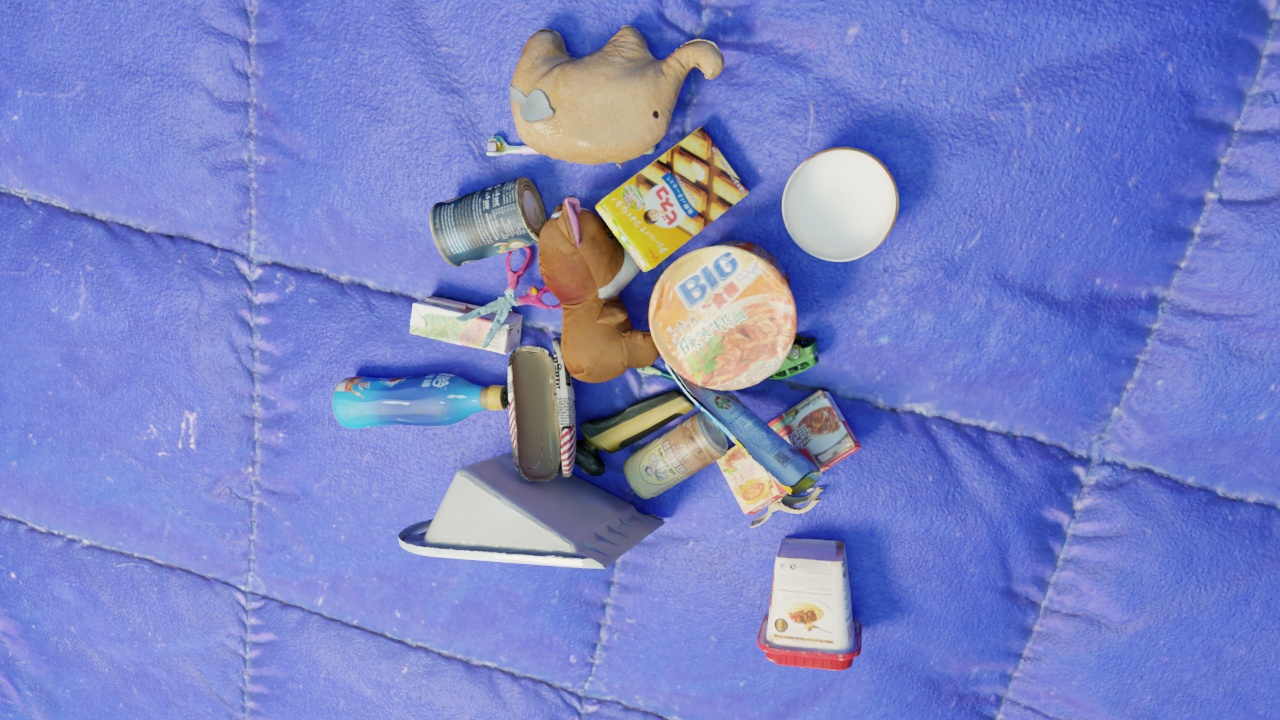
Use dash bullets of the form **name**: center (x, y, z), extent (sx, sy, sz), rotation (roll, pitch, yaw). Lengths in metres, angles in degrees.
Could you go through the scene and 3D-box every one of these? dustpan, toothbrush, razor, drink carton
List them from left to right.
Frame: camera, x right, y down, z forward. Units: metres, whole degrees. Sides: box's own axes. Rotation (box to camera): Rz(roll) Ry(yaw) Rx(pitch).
- **drink carton**: center (-0.205, -0.044, 1.081), extent (0.122, 0.053, 0.045), rotation (14, 108, 9)
- **dustpan**: center (-0.139, 0.203, 1.067), extent (0.258, 0.222, 0.143), rotation (29, 101, 15)
- **toothbrush**: center (-0.077, -0.233, 1.001), extent (0.190, 0.029, 0.020), rotation (4, 151, 12)
- **razor**: center (-0.013, 0.082, 1.078), extent (0.168, 0.062, 0.067), rotation (-27, 68, 16)
- **toothbrush**: center (-0.006, 0.006, 1.066), extent (0.192, 0.018, 0.016), rotation (20, 112, 7)

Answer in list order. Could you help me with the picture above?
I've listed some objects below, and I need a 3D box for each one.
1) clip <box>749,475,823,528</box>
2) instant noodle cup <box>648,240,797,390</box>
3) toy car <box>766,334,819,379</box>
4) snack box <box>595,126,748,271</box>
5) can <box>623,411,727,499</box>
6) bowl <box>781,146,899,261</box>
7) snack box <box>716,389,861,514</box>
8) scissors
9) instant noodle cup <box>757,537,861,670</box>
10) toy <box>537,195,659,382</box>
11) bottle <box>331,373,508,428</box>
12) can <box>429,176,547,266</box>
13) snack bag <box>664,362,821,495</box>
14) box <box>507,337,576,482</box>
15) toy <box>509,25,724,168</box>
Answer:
- **clip**: center (0.163, 0.163, 1.070), extent (0.100, 0.034, 0.072), rotation (-20, 104, 25)
- **instant noodle cup**: center (0.094, -0.057, 0.968), extent (0.151, 0.111, 0.151), rotation (5, 110, 13)
- **toy car**: center (0.152, 0.000, 1.010), extent (0.091, 0.043, 0.036), rotation (-17, 104, 19)
- **snack box**: center (0.033, -0.167, 0.949), extent (0.140, 0.034, 0.087), rotation (-38, 98, -12)
- **can**: center (0.041, 0.111, 1.068), extent (0.116, 0.058, 0.058), rotation (-34, 97, 22)
- **bowl**: center (0.204, -0.162, 0.931), extent (0.113, 0.062, 0.113), rotation (5, 109, 14)
- **snack box**: center (0.165, 0.105, 1.035), extent (0.153, 0.025, 0.075), rotation (-36, 66, 22)
- **scissors**: center (-0.150, -0.077, 1.041), extent (0.134, 0.017, 0.113), rotation (-22, 92, -19)
- **instant noodle cup**: center (0.197, 0.278, 1.065), extent (0.117, 0.116, 0.124), rotation (0, 96, 14)
- **toy**: center (-0.047, -0.079, 0.987), extent (0.130, 0.140, 0.199), rotation (-26, 97, -17)
- **bottle**: center (-0.267, 0.050, 1.122), extent (0.219, 0.065, 0.065), rotation (-2, 108, 15)
- **can**: center (-0.166, -0.154, 1.021), extent (0.111, 0.075, 0.075), rotation (-13, 105, 18)
- **snack bag**: center (0.109, 0.066, 0.983), extent (0.191, 0.110, 0.039), rotation (44, 114, 21)
- **box**: center (-0.100, 0.054, 1.047), extent (0.088, 0.076, 0.162), rotation (-25, 63, 45)
- **toy**: center (-0.025, -0.270, 0.941), extent (0.226, 0.082, 0.143), rotation (2, 103, 12)
